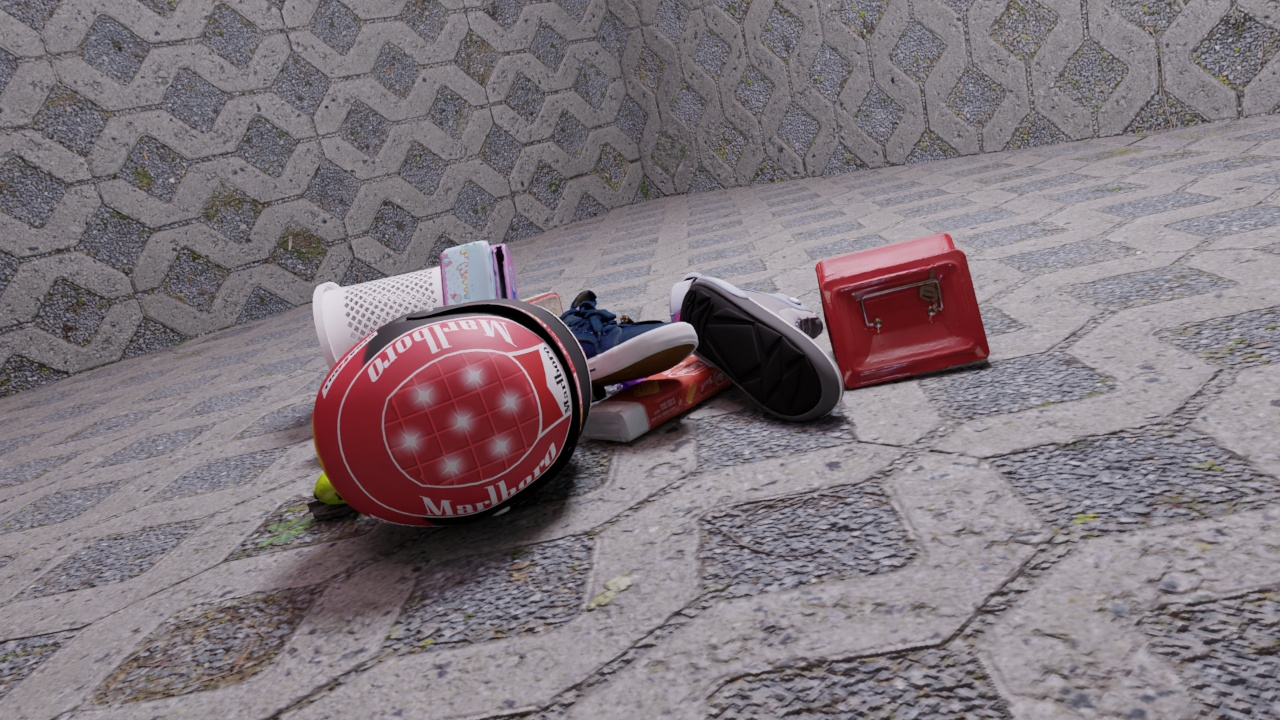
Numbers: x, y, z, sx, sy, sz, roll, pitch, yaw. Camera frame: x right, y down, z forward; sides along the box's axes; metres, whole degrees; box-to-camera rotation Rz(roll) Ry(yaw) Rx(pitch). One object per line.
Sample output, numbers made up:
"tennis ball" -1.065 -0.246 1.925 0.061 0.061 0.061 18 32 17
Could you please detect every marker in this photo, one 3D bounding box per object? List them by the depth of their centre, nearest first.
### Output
"marker" -0.075 0.047 1.060 0.016 0.016 0.141 -21 0 -28

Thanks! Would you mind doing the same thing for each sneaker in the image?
"sneaker" 0.165 -0.017 0.999 0.160 0.093 0.257 -2 25 -32
"sneaker" -0.052 -0.030 1.047 0.120 0.127 0.295 -7 -5 -42

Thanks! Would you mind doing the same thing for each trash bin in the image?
"trash bin" -0.338 -0.049 1.342 0.199 0.195 0.195 -18 14 1

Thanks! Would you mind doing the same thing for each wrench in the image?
"wrench" -0.220 0.124 0.981 0.273 0.010 0.070 -15 14 -7

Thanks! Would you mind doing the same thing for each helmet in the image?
"helmet" -0.161 0.044 0.844 0.270 0.197 0.225 -22 6 -15

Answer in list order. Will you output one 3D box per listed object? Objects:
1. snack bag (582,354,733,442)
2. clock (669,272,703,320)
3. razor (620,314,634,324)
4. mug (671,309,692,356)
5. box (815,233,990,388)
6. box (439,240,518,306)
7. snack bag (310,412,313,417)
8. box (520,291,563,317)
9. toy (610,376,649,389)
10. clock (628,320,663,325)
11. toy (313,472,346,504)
"snack bag" 0.036 0.034 1.038 0.078 0.041 0.224 -1 20 47
"clock" 0.076 -0.073 1.289 0.035 0.094 0.122 -11 31 24
"razor" -0.009 -0.052 1.393 0.043 0.022 0.144 -11 -6 12
"mug" 0.099 -0.029 1.182 0.112 0.075 0.076 11 11 -11
"box" 0.285 -0.057 1.029 0.157 0.152 0.165 -11 -2 12
"box" -0.208 -0.046 1.204 0.093 0.214 0.089 -10 -19 1
"snack bag" -0.337 0.058 1.192 0.082 0.082 0.175 0 20 42
"box" -0.190 -0.016 1.284 0.205 0.118 0.050 -22 12 -38
"toy" -0.007 0.006 1.149 0.106 0.056 0.087 30 28 16
"clock" 0.005 -0.027 1.292 0.120 0.042 0.091 -20 16 -24
"toy" -0.295 0.123 0.955 0.093 0.036 0.094 -13 12 -28
